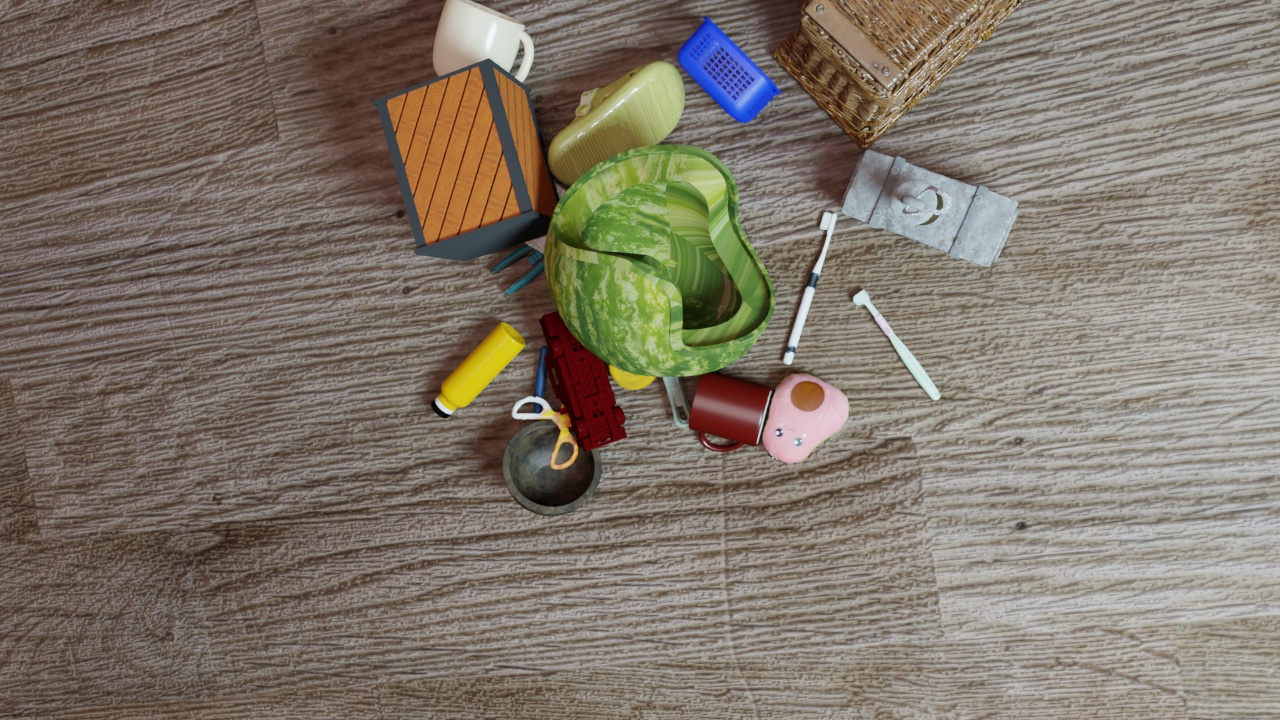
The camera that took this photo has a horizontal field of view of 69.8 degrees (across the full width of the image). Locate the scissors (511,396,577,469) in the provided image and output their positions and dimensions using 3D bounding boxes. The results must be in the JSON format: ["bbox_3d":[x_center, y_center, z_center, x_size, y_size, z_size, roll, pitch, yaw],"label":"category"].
[{"bbox_3d":[-0.100,0.073,1.135,0.131,0.011,0.125,18,64,-2],"label":"scissors"}]

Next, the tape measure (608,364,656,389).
[{"bbox_3d":[-0.007,0.007,1.131,0.068,0.030,0.059,18,98,13],"label":"tape measure"}]

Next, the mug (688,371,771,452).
[{"bbox_3d":[0.105,0.070,1.098,0.082,0.073,0.106,15,126,11],"label":"mug"}]

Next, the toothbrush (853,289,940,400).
[{"bbox_3d":[0.300,-0.017,1.071,0.022,0.015,0.154,-35,87,-19],"label":"toothbrush"}]

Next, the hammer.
[{"bbox_3d":[0.277,-0.153,0.906,0.177,0.325,0.079,24,105,16],"label":"hammer"}]

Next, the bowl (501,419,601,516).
[{"bbox_3d":[-0.111,0.140,1.141,0.121,0.056,0.121,4,64,-7],"label":"bowl"}]

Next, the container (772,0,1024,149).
[{"bbox_3d":[0.280,-0.374,0.959,0.250,0.183,0.162,-44,87,12],"label":"container"}]

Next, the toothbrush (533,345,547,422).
[{"bbox_3d":[-0.133,0.064,1.171,0.014,0.014,0.168,4,97,-32],"label":"toothbrush"}]

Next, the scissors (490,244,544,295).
[{"bbox_3d":[-0.121,-0.132,1.151,0.133,0.019,0.146,10,95,9],"label":"scissors"}]

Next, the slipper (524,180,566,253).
[{"bbox_3d":[-0.169,-0.225,1.137,0.263,0.052,0.115,38,99,8],"label":"slipper"}]

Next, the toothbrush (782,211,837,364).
[{"bbox_3d":[0.199,-0.085,1.089,0.017,0.012,0.187,20,98,23],"label":"toothbrush"}]

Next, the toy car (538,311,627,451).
[{"bbox_3d":[-0.074,0.022,1.119,0.070,0.062,0.170,-17,89,-21],"label":"toy car"}]

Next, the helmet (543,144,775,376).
[{"bbox_3d":[0.015,-0.093,1.017,0.244,0.247,0.212,2,56,35],"label":"helmet"}]

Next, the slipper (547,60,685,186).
[{"bbox_3d":[-0.035,-0.284,1.091,0.190,0.092,0.081,-38,44,-4],"label":"slipper"}]

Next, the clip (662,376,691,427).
[{"bbox_3d":[0.046,0.044,1.124,0.023,0.044,0.076,-16,92,14],"label":"clip"}]

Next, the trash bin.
[{"bbox_3d":[-0.187,-0.219,1.043,0.140,0.139,0.172,-16,90,12],"label":"trash bin"}]

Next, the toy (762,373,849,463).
[{"bbox_3d":[0.190,0.072,1.083,0.090,0.051,0.110,28,100,10],"label":"toy"}]

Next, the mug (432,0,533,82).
[{"bbox_3d":[-0.190,-0.369,1.108,0.120,0.096,0.100,25,110,4],"label":"mug"}]

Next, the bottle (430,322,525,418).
[{"bbox_3d":[-0.210,0.016,1.169,0.144,0.043,0.043,-45,85,12],"label":"bottle"}]

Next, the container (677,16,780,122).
[{"bbox_3d":[0.098,-0.327,1.050,0.114,0.096,0.058,46,106,5],"label":"container"}]
